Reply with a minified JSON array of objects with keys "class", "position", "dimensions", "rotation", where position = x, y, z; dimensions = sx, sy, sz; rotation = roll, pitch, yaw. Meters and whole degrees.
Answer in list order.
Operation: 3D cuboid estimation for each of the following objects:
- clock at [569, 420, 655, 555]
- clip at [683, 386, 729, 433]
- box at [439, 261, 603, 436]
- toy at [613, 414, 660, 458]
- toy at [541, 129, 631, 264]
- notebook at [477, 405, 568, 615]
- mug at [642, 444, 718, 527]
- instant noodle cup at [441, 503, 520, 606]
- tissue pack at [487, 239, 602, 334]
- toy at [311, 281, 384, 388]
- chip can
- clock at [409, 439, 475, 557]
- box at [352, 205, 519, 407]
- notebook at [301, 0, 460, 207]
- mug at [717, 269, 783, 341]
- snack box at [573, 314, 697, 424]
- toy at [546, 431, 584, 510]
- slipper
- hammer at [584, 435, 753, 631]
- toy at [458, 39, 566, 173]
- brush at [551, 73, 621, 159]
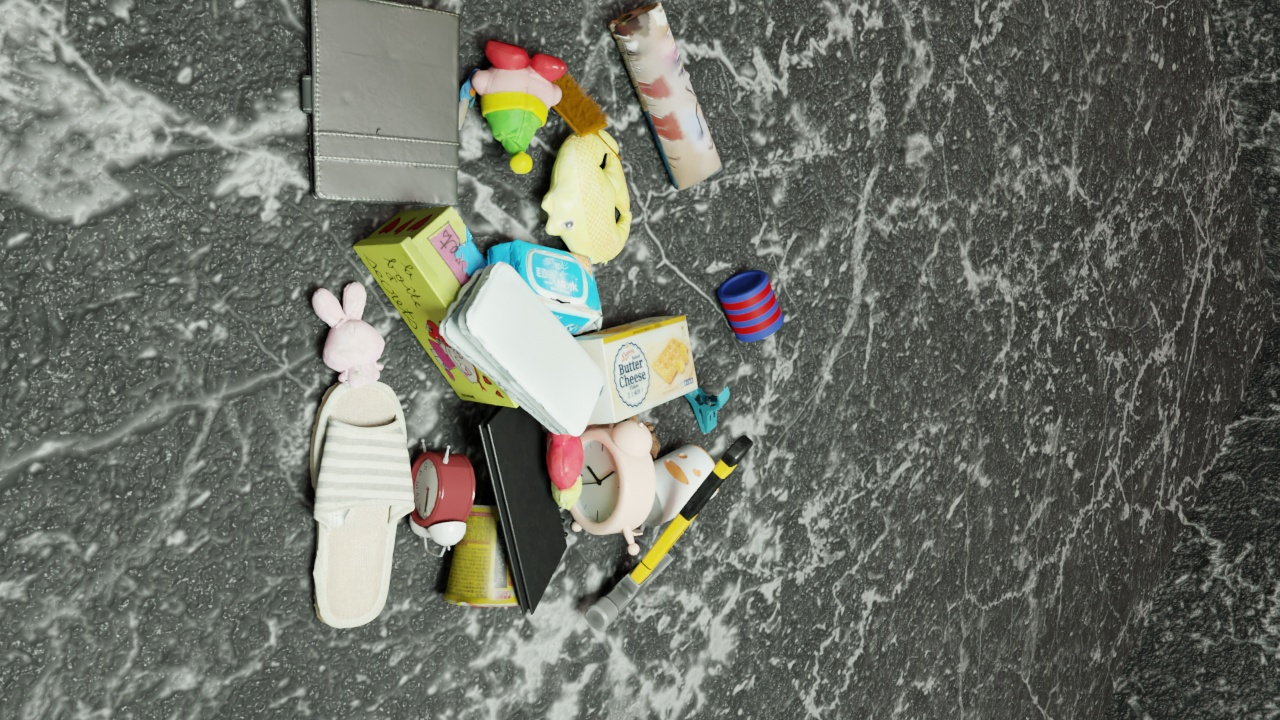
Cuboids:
[{"class":"clock","position":[-0.032,0.147,1.152],"dimensions":[0.086,0.131,0.160],"rotation":[-8,101,-39]},{"class":"clip","position":[0.080,0.047,1.287],"dimensions":[0.118,0.120,0.033],"rotation":[41,64,0]},{"class":"box","position":[-0.112,-0.006,0.964],"dimensions":[0.213,0.063,0.118],"rotation":[48,61,-33]},{"class":"toy","position":[-0.008,0.099,1.227],"dimensions":[0.054,0.041,0.102],"rotation":[-31,125,-9]},{"class":"toy","position":[-0.063,-0.197,1.129],"dimensions":[0.154,0.065,0.171],"rotation":[-36,125,-45]},{"class":"notebook","position":[-0.132,0.152,1.079],"dimensions":[0.168,0.019,0.231],"rotation":[-60,142,-70]},{"class":"mug","position":[0.043,0.170,1.250],"dimensions":[0.105,0.082,0.082],"rotation":[-22,109,-36]},{"class":"instant noodle cup","position":[-0.177,0.225,1.074],"dimensions":[0.100,0.101,0.112],"rotation":[10,78,-40]},{"class":"tissue pack","position":[-0.110,-0.085,1.081],"dimensions":[0.144,0.062,0.092],"rotation":[8,60,-37]},{"class":"toy","position":[-0.304,-0.026,0.959],"dimensions":[0.063,0.047,0.110],"rotation":[-15,94,-41]},{"class":"chip can","position":[0.035,-0.336,1.181],"dimensions":[0.079,0.080,0.230],"rotation":[-41,120,-29]},{"class":"clock","position":[-0.224,0.154,1.022],"dimensions":[0.044,0.087,0.124],"rotation":[9,87,-40]},{"class":"box","position":[-0.200,-0.057,0.993],"dimensions":[0.079,0.125,0.221],"rotation":[-49,125,-27]},{"class":"notebook","position":[-0.268,-0.269,0.962],"dimensions":[0.169,0.029,0.209],"rotation":[-3,96,-34]},{"class":"mug","position":[0.164,-0.089,1.333],"dimensions":[0.076,0.075,0.111],"rotation":[63,32,-26]},{"class":"snack box","position":[-0.007,0.007,1.158],"dimensions":[0.207,0.058,0.104],"rotation":[-18,101,-57]},{"class":"toy","position":[-0.091,0.114,1.108],"dimensions":[0.045,0.091,0.135],"rotation":[-3,111,-6]},{"class":"slipper","position":[-0.301,0.156,0.983],"dimensions":[0.114,0.054,0.273],"rotation":[-2,98,-45]},{"class":"hammer","position":[0.049,0.210,1.163],"dimensions":[0.169,0.034,0.325],"rotation":[-28,156,-55]},{"class":"toy","position":[-0.145,-0.286,1.033],"dimensions":[0.124,0.097,0.131],"rotation":[7,111,-34]},{"class":"brush","position":[-0.065,-0.290,1.091],"dimensions":[0.048,0.017,0.126],"rotation":[-32,74,-33]}]
